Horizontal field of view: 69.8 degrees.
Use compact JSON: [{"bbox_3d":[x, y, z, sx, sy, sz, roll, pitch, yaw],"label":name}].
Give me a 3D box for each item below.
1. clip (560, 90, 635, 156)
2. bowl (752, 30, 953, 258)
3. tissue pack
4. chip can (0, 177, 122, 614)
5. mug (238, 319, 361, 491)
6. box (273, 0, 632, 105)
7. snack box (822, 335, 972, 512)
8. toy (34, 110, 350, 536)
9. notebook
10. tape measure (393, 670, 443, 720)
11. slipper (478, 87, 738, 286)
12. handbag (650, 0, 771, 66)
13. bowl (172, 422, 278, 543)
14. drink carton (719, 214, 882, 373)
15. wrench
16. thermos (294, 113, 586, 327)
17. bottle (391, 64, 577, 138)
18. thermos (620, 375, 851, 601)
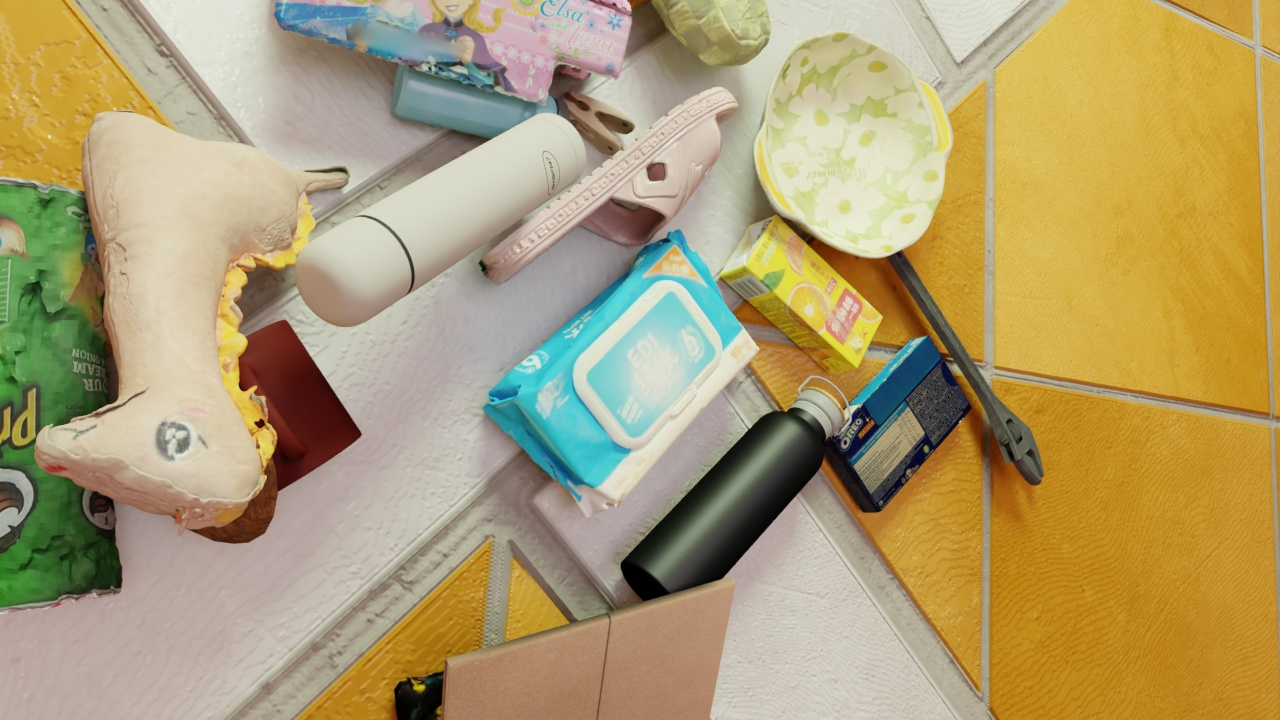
[{"bbox_3d":[-0.030,-0.187,0.693,0.061,0.025,0.043,40,68,-14],"label":"clip"},{"bbox_3d":[0.167,-0.175,0.775,0.218,0.060,0.188,-25,96,-27],"label":"bowl"},{"bbox_3d":[-0.004,0.004,0.663,0.208,0.066,0.117,-46,106,-26],"label":"tissue pack"},{"bbox_3d":[-0.322,0.017,0.489,0.075,0.076,0.223,-3,85,-28],"label":"chip can"},{"bbox_3d":[-0.213,0.029,0.525,0.073,0.106,0.082,-34,100,-18],"label":"mug"},{"bbox_3d":[-0.122,-0.224,0.607,0.230,0.085,0.096,9,70,-27],"label":"box"},{"bbox_3d":[0.221,0.053,0.794,0.149,0.027,0.082,-39,101,-27],"label":"snack box"},{"bbox_3d":[-0.214,-0.034,0.483,0.195,0.065,0.264,1,50,-43],"label":"toy"},{"bbox_3d":[-0.032,0.226,0.605,0.208,0.008,0.141,-7,115,-33],"label":"notebook"},{"bbox_3d":[-0.124,0.231,0.588,0.062,0.038,0.067,-7,86,-21],"label":"tape measure"},{"bbox_3d":[-0.006,-0.115,0.658,0.238,0.094,0.064,-39,97,-22],"label":"slipper"},{"bbox_3d":[0.051,-0.319,0.692,0.186,0.117,0.113,57,37,-10],"label":"handbag"},{"bbox_3d":[-0.246,0.058,0.500,0.102,0.114,0.026,38,37,8],"label":"bowl"},{"bbox_3d":[0.135,-0.052,0.753,0.134,0.043,0.058,40,67,-19],"label":"drink carton"},{"bbox_3d":[0.294,0.002,0.831,0.273,0.018,0.072,54,35,-11],"label":"wrench"},{"bbox_3d":[-0.112,-0.090,0.554,0.052,0.052,0.223,56,43,-11],"label":"thermos"},{"bbox_3d":[-0.105,-0.176,0.643,0.130,0.040,0.040,8,80,-27],"label":"bottle"},{"bbox_3d":[0.084,0.095,0.698,0.230,0.061,0.061,-42,103,-25],"label":"thermos"}]
